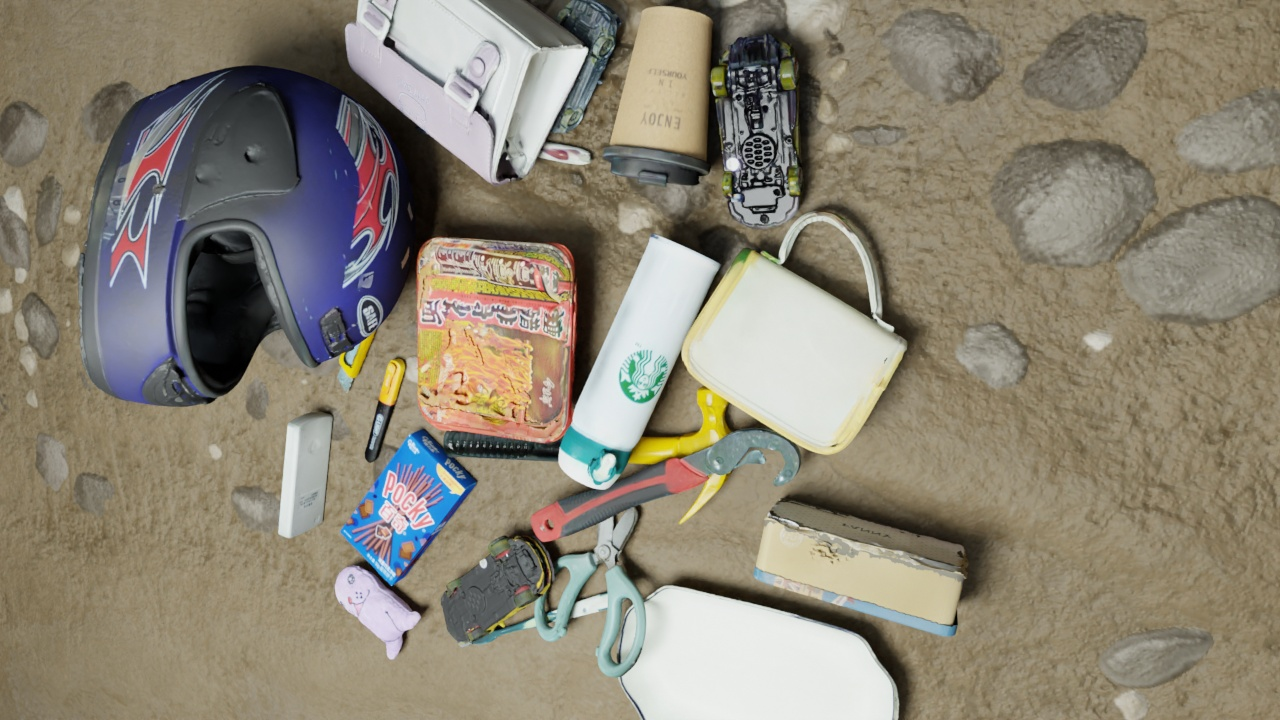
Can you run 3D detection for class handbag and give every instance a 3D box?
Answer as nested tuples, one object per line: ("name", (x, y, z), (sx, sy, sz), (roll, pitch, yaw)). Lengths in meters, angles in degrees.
("handbag", (-0.164, -0.266, 0.813), (0.197, 0.098, 0.145), (40, 130, 17))
("handbag", (0.144, -0.031, 0.776), (0.163, 0.063, 0.179), (33, 101, 13))

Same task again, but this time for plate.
("plate", (0.106, 0.298, 0.861), (0.266, 0.034, 0.162), (9, 102, 20))

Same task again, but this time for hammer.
("hammer", (-0.054, 0.085, 0.885), (0.301, 0.032, 0.129), (1, 99, 21))

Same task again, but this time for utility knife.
("utility knife", (-0.285, -0.041, 0.960), (0.033, 0.015, 0.174), (32, 109, 16))

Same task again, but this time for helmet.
("helmet", (-0.329, -0.106, 0.825), (0.240, 0.248, 0.314), (5, 69, -4))

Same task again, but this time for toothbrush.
("toothbrush", (-0.132, -0.207, 0.868), (0.188, 0.017, 0.016), (15, 105, 19))
("toothbrush", (-0.095, 0.264, 0.945), (0.192, 0.018, 0.016), (-22, 86, 21))

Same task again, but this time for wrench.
("wrench", (0.014, 0.116, 0.838), (0.274, 0.016, 0.056), (-20, 91, 22))

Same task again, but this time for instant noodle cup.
("instant noodle cup", (-0.128, -0.021, 0.868), (0.165, 0.079, 0.189), (7, 101, 20))

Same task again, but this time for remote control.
("remote control", (-0.365, 0.123, 1.000), (0.019, 0.056, 0.135), (15, 106, 19))

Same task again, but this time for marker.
("marker", (-0.273, 0.055, 0.973), (0.018, 0.015, 0.124), (28, 110, 19))

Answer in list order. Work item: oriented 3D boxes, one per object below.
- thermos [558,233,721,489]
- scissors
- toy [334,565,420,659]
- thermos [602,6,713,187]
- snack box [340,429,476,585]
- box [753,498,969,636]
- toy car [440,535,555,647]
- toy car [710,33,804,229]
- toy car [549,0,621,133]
("thermos", (-0.005, 0.005, 0.806), (0.073, 0.073, 0.224), (26, 96, 15))
("scissors", (-0.030, 0.223, 0.886), (0.169, 0.019, 0.178), (41, 104, 33))
("toy", (-0.293, 0.271, 1.009), (0.108, 0.038, 0.084), (37, 119, 10))
("thermos", (0.021, -0.217, 0.773), (0.093, 0.093, 0.143), (11, 96, 19))
("snack box", (-0.249, 0.157, 0.977), (0.084, 0.026, 0.157), (43, 112, 10))
("box", (0.192, 0.172, 0.775), (0.184, 0.089, 0.062), (15, 98, 19))
("toy car", (-0.150, 0.235, 0.940), (0.156, 0.041, 0.071), (-42, 68, 29))
("toy car", (0.100, -0.189, 0.768), (0.070, 0.042, 0.158), (2, 106, 21))
("toy car", (-0.060, -0.262, 0.821), (0.054, 0.036, 0.121), (39, 121, 15))
